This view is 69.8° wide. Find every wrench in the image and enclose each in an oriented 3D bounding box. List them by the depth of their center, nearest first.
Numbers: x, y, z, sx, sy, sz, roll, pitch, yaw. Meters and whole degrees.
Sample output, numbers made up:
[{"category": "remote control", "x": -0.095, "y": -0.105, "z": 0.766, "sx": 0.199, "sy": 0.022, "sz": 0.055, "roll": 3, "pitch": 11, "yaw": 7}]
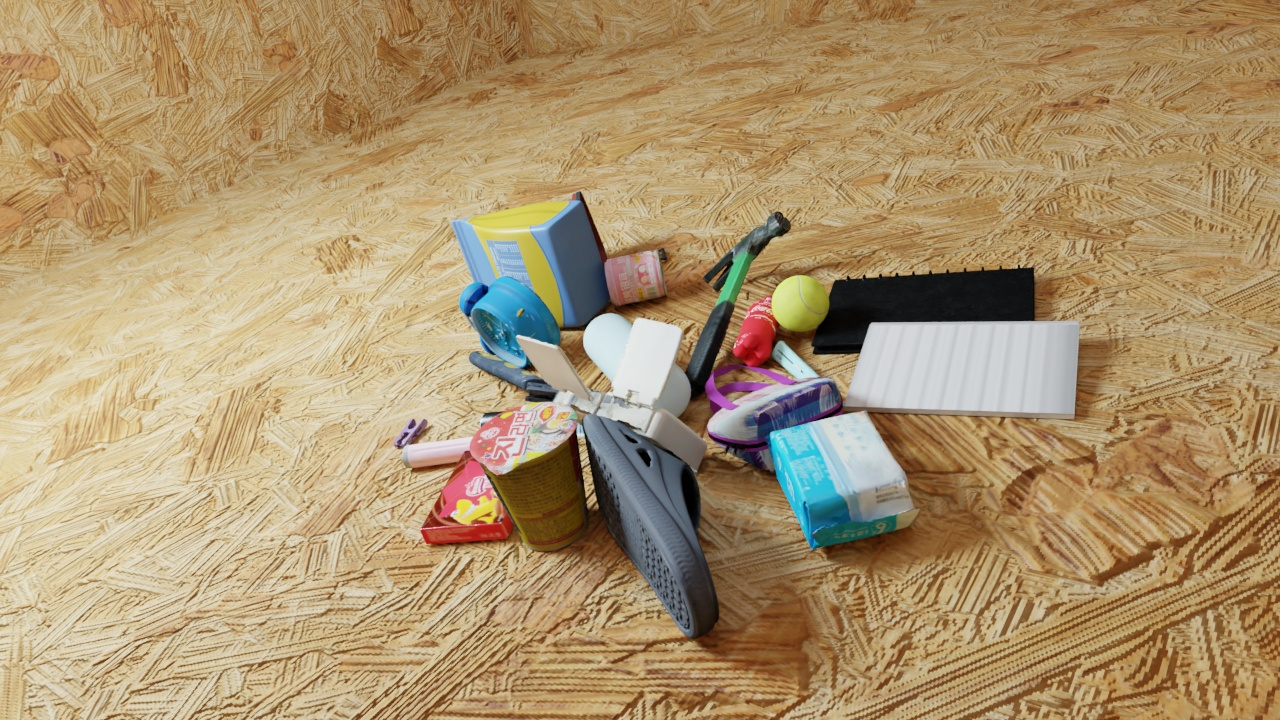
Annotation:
[{"category": "wrench", "x": -0.143, "y": 0.022, "z": 1.116, "sx": 0.073, "sy": 0.022, "sz": 0.274, "roll": 3, "pitch": 10, "yaw": -35}]

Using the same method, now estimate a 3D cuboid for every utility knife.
[{"category": "utility knife", "x": 0.181, "y": 0.018, "z": 0.988, "sx": 0.022, "sy": 0.015, "sz": 0.158, "roll": -53, "pitch": 29, "yaw": 9}]

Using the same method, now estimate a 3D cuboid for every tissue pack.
[{"category": "tissue pack", "x": 0.170, "y": 0.100, "z": 0.789, "sx": 0.093, "sy": 0.062, "sz": 0.144, "roll": -14, "pitch": 30, "yaw": -1}]

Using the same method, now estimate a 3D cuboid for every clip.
[{"category": "clip", "x": -0.273, "y": 0.087, "z": 1.093, "sx": 0.036, "sy": 0.013, "sz": 0.052, "roll": -5, "pitch": 32, "yaw": 21}]

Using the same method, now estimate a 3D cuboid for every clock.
[{"category": "clock", "x": -0.175, "y": -0.049, "z": 1.190, "sx": 0.162, "sy": 0.117, "sz": 0.060, "roll": 13, "pitch": 51, "yaw": 44}]

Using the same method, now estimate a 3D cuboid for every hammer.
[{"category": "hammer", "x": 0.102, "y": -0.064, "z": 1.121, "sx": 0.131, "sy": 0.032, "sz": 0.317, "roll": -35, "pitch": 19, "yaw": 39}]

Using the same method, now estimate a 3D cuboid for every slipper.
[{"category": "slipper", "x": 0.019, "y": 0.120, "z": 0.782, "sx": 0.083, "sy": 0.111, "sz": 0.268, "roll": -19, "pitch": 31, "yaw": -14}]

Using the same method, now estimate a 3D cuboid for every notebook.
[{"category": "notebook", "x": 0.324, "y": 0.005, "z": 0.925, "sx": 0.210, "sy": 0.009, "sz": 0.142, "roll": 1, "pitch": 39, "yaw": 28}, {"category": "notebook", "x": 0.327, "y": -0.060, "z": 1.055, "sx": 0.232, "sy": 0.019, "sz": 0.168, "roll": -2, "pitch": 31, "yaw": 24}]

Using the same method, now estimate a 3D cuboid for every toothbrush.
[{"category": "toothbrush", "x": -0.155, "y": 0.092, "z": 1.007, "sx": 0.223, "sy": 0.026, "sz": 0.027, "roll": -9, "pitch": 8, "yaw": 12}]

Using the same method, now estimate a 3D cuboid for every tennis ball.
[{"category": "tennis ball", "x": 0.185, "y": -0.065, "z": 1.060, "sx": 0.065, "sy": 0.065, "sz": 0.065, "roll": -12, "pitch": 28, "yaw": 6}]

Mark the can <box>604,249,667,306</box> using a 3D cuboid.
[{"category": "can", "x": -0.007, "y": -0.114, "z": 1.270, "sx": 0.076, "sy": 0.067, "sz": 0.067, "roll": -11, "pitch": 28, "yaw": 5}]

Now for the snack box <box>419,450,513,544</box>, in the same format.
[{"category": "snack box", "x": -0.159, "y": 0.134, "z": 0.935, "sx": 0.089, "sy": 0.021, "sz": 0.132, "roll": -7, "pitch": 28, "yaw": 15}]

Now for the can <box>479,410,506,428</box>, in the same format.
[{"category": "can", "x": -0.138, "y": 0.071, "z": 1.030, "sx": 0.081, "sy": 0.031, "sz": 0.031, "roll": -5, "pitch": 29, "yaw": 18}]

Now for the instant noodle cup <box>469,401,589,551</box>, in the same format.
[{"category": "instant noodle cup", "x": -0.092, "y": 0.110, "z": 0.848, "sx": 0.100, "sy": 0.112, "sz": 0.100, "roll": -12, "pitch": 28, "yaw": 7}]

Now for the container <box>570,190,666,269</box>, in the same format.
[{"category": "container", "x": -0.077, "y": -0.181, "z": 1.382, "sx": 0.201, "sy": 0.127, "sz": 0.148, "roll": -19, "pitch": 27, "yaw": 6}]

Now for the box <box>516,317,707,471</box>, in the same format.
[{"category": "box", "x": -0.014, "y": 0.022, "z": 0.890, "sx": 0.145, "sy": 0.187, "sz": 0.100, "roll": 16, "pitch": 59, "yaw": 38}]

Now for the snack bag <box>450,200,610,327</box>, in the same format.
[{"category": "snack bag", "x": -0.162, "y": -0.132, "z": 1.286, "sx": 0.206, "sy": 0.159, "sz": 0.102, "roll": 1, "pitch": 33, "yaw": 31}]

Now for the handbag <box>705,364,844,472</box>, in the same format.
[{"category": "handbag", "x": 0.120, "y": 0.043, "z": 0.931, "sx": 0.144, "sy": 0.068, "sz": 0.170, "roll": -22, "pitch": 22, "yaw": -14}]

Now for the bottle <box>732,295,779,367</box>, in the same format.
[{"category": "bottle", "x": 0.142, "y": -0.040, "z": 1.085, "sx": 0.042, "sy": 0.042, "sz": 0.141, "roll": -4, "pitch": 29, "yaw": 20}]

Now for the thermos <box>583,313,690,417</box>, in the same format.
[{"category": "thermos", "x": -0.006, "y": 0.006, "z": 1.041, "sx": 0.065, "sy": 0.078, "sz": 0.207, "roll": -6, "pitch": 22, "yaw": -19}]
